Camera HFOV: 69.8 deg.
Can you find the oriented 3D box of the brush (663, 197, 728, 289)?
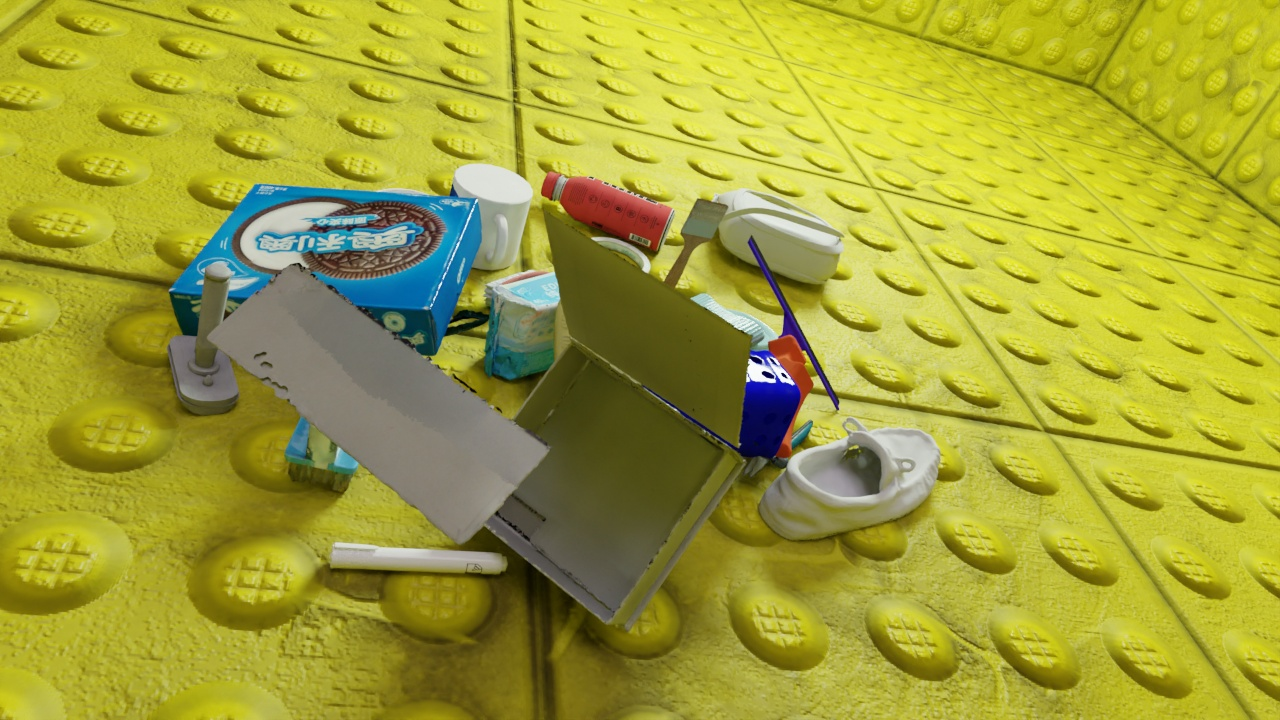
[{"bbox_3d":[0.054,-0.128,1.090,0.045,0.143,0.008,7,37,-34],"label":"brush"}]

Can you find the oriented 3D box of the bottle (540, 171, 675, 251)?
[{"bbox_3d":[-0.046,-0.204,1.218,0.176,0.062,0.062,22,34,1],"label":"bottle"}]

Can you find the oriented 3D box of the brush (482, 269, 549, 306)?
[{"bbox_3d":[-0.112,-0.091,1.051,0.030,0.041,0.171,21,29,32],"label":"brush"}]

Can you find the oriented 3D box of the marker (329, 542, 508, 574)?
[{"bbox_3d":[-0.166,0.150,0.696,0.133,0.020,0.017,7,26,-19],"label":"marker"}]

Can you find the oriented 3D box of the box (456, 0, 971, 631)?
[{"bbox_3d":[0.024,-0.042,0.632,0.167,0.508,0.148,33,32,20],"label":"box"}]

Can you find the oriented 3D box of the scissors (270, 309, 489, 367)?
[{"bbox_3d":[-0.262,-0.033,0.890,0.209,0.015,0.154,-14,25,-21],"label":"scissors"}]

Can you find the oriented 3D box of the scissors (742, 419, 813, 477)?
[{"bbox_3d":[0.136,0.081,0.951,0.128,0.019,0.138,11,38,-23],"label":"scissors"}]

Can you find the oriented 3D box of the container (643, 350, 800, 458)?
[{"bbox_3d":[0.072,0.037,0.838,0.113,0.085,0.085,3,34,-25],"label":"container"}]

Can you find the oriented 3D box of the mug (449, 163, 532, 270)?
[{"bbox_3d":[-0.175,-0.158,1.060,0.091,0.090,0.121,0,39,-27],"label":"mug"}]

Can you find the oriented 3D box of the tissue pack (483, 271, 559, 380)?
[{"bbox_3d":[-0.098,-0.041,0.934,0.062,0.093,0.144,39,38,29],"label":"tissue pack"}]

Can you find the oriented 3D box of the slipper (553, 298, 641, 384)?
[{"bbox_3d":[-0.038,0.016,0.876,0.092,0.082,0.190,3,73,5],"label":"slipper"}]

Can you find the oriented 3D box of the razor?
[{"bbox_3d":[-0.356,-0.028,0.759,0.047,0.116,0.088,-1,39,-36],"label":"razor"}]

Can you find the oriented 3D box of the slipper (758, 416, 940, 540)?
[{"bbox_3d":[0.220,0.110,0.920,0.246,0.075,0.112,-10,60,-40],"label":"slipper"}]

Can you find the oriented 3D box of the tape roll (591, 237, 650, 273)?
[{"bbox_3d":[-0.033,-0.126,1.159,0.093,0.013,0.092,14,35,-10],"label":"tape roll"}]

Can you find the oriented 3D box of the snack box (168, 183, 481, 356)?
[{"bbox_3d":[-0.289,-0.092,0.876,0.239,0.056,0.195,4,40,2],"label":"snack box"}]

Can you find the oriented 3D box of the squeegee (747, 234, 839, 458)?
[{"bbox_3d":[0.144,0.026,0.928,0.055,0.250,0.184,-17,36,24],"label":"squeegee"}]

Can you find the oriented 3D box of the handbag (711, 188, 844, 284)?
[{"bbox_3d":[0.191,-0.206,1.324,0.216,0.096,0.222,19,28,-6],"label":"handbag"}]

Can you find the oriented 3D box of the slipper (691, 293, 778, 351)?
[{"bbox_3d":[0.081,-0.034,1.001,0.116,0.070,0.275,34,23,26],"label":"slipper"}]

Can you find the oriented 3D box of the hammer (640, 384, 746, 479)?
[{"bbox_3d":[-0.005,0.006,0.969,0.098,0.044,0.322,-1,37,-29],"label":"hammer"}]

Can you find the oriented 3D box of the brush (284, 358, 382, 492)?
[{"bbox_3d":[-0.248,0.037,0.762,0.055,0.075,0.135,14,35,-10],"label":"brush"}]

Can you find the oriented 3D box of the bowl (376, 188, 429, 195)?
[{"bbox_3d":[-0.263,-0.143,1.023,0.105,0.054,0.104,10,39,-8],"label":"bowl"}]
